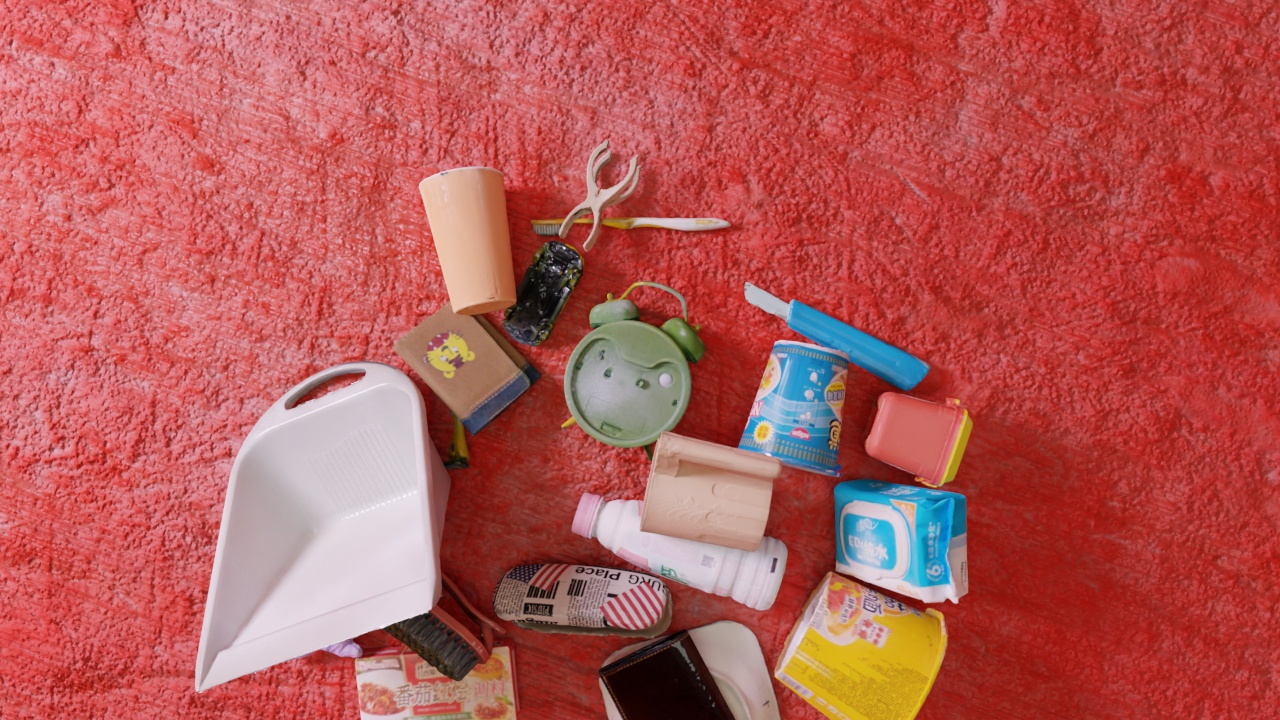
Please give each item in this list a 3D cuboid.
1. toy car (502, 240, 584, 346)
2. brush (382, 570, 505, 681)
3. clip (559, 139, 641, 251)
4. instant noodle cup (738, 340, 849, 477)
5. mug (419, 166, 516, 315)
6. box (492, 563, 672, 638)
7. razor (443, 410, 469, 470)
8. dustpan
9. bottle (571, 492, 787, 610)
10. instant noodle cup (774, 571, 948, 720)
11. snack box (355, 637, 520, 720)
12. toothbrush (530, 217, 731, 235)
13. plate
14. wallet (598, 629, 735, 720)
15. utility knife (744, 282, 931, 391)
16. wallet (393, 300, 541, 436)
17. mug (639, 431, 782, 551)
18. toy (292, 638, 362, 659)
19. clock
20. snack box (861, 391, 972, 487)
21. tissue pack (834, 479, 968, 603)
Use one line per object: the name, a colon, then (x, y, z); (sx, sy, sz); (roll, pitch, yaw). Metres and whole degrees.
toy car: (-0.091, -0.064, 0.873); (0.048, 0.032, 0.105); (31, 104, 2)
brush: (-0.198, 0.235, 0.862); (0.146, 0.063, 0.069); (33, 56, 14)
clip: (-0.026, -0.149, 0.855); (0.083, 0.035, 0.104); (12, 80, 7)
instant noodle cup: (0.145, 0.042, 0.839); (0.099, 0.099, 0.110); (14, 83, 2)
mug: (-0.154, -0.107, 0.845); (0.078, 0.078, 0.122); (-11, 87, 3)
box: (-0.055, 0.224, 0.847); (0.163, 0.087, 0.076); (2, 89, 13)
razor: (-0.188, 0.040, 0.881); (0.028, 0.043, 0.132); (-13, 88, -31)
dustpan: (-0.280, 0.117, 0.802); (0.223, 0.257, 0.143); (-21, 111, 10)
bottle: (0.034, 0.172, 0.856); (0.197, 0.068, 0.068); (18, 92, 4)
instant noodle cup: (0.192, 0.264, 0.824); (0.110, 0.138, 0.138); (29, 93, 11)
snack box: (-0.196, 0.315, 0.890); (0.153, 0.025, 0.075); (-5, 92, 3)
toothbrush: (-0.010, -0.127, 0.875); (0.191, 0.016, 0.018); (1, 102, 3)
plate: (0.051, 0.343, 0.877); (0.163, 0.034, 0.164); (-17, 90, 3)
wallet: (0.029, 0.322, 0.850); (0.096, 0.020, 0.122); (-28, 91, 8)
utility knife: (0.182, -0.025, 0.867); (0.191, 0.018, 0.034); (28, 81, 2)
wallet: (-0.162, 0.002, 0.866); (0.115, 0.033, 0.090); (46, 67, 3)
mug: (0.060, 0.108, 0.793); (0.103, 0.125, 0.084); (12, 53, 0)
toy: (-0.314, 0.236, 0.887); (0.084, 0.039, 0.108); (-9, 92, 11)
clock: (-0.005, 0.005, 0.858); (0.116, 0.056, 0.161); (20, 93, 1)
snack box: (0.248, 0.066, 0.833); (0.080, 0.091, 0.082); (19, 91, 9)
tissue pack: (0.229, 0.157, 0.817); (0.063, 0.140, 0.090); (-3, 92, -28)
